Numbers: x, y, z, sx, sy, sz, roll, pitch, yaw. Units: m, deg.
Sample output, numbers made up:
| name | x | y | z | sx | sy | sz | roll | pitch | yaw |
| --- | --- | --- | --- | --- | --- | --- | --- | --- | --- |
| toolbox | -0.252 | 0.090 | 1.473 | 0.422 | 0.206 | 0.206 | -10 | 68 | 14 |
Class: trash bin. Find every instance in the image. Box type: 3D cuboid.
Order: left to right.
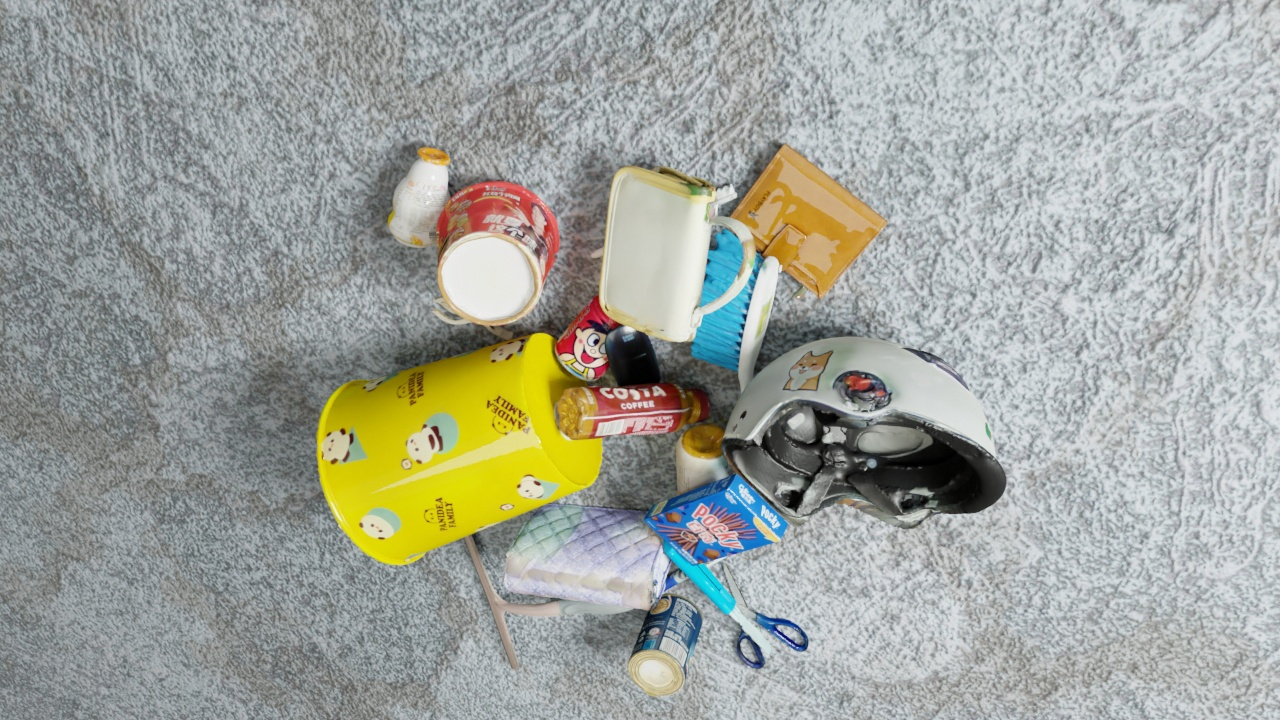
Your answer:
| name | x | y | z | sx | sy | sz | roll | pitch | yaw |
| --- | --- | --- | --- | --- | --- | --- | --- | --- | --- |
| trash bin | -0.197 | 0.094 | 1.066 | 0.256 | 0.229 | 0.230 | -19 | 108 | 18 |

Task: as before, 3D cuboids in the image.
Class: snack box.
| name | x | y | z | sx | sy | sz | roll | pitch | yaw |
| --- | --- | --- | --- | --- | --- | --- | --- | --- | --- |
| snack box | 0.080 | 0.180 | 1.022 | 0.084 | 0.026 | 0.158 | 45 | 140 | -12 |

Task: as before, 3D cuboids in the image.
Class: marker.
| name | x | y | z | sx | sy | sz | roll | pitch | yaw |
| --- | --- | --- | --- | --- | --- | --- | --- | --- | --- |
| marker | 0.075 | 0.262 | 1.171 | 0.146 | 0.016 | 0.017 | -36 | 101 | 28 |

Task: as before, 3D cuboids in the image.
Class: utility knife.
| name | x | y | z | sx | sy | sz | roll | pitch | yaw |
| --- | --- | --- | --- | --- | --- | --- | --- | --- | --- |
| utility knife | 0.100 | 0.293 | 1.137 | 0.018 | 0.034 | 0.238 | -25 | 118 | 29 |

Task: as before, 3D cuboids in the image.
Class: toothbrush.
| name | x | y | z | sx | sy | sz | roll | pitch | yaw |
| --- | --- | --- | --- | --- | --- | --- | --- | --- | --- |
| toothbrush | 0.021 | -0.148 | 0.988 | 0.180 | 0.016 | 0.016 | -21 | 100 | 24 |

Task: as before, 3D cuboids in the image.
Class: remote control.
| name | x | y | z | sx | sy | sz | roll | pitch | yaw |
| --- | --- | --- | --- | --- | --- | --- | --- | --- | --- |
| remote control | -0.006 | 0.006 | 1.025 | 0.053 | 0.024 | 0.136 | -24 | 145 | -3 |

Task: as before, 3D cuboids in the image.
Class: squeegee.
| name | x | y | z | sx | sy | sz | roll | pitch | yaw |
| --- | --- | --- | --- | --- | --- | --- | --- | --- | --- |
| squeegee | -0.113 | 0.328 | 1.233 | 0.250 | 0.040 | 0.248 | -7 | 110 | 24 |

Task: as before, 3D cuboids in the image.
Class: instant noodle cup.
| name | x | y | z | sx | sy | sz | roll | pitch | yaw |
| --- | --- | --- | --- | --- | --- | --- | --- | --- | --- |
| instant noodle cup | -0.156 | -0.111 | 0.986 | 0.138 | 0.108 | 0.138 | -1 | 122 | -3 |

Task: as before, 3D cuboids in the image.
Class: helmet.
| name | x | y | z | sx | sy | sz | roll | pitch | yaw |
| --- | --- | --- | --- | --- | --- | --- | --- | --- | --- |
| helmet | 0.224 | 0.060 | 0.936 | 0.275 | 0.156 | 0.230 | -8 | 142 | 29 |

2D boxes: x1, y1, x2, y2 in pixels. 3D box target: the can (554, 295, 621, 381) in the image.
| name | x | y | z | sx | sy | sz | roll | pitch | yaw |
| --- | --- | --- | --- | --- | --- | --- | --- | --- | --- |
| can | -0.045 | -0.030 | 1.036 | 0.066 | 0.066 | 0.094 | 40 | 119 | -4 |

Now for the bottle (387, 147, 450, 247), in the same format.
| name | x | y | z | sx | sy | sz | roll | pitch | yaw |
| --- | --- | --- | --- | --- | --- | --- | --- | --- | --- |
| bottle | -0.243 | -0.182 | 1.025 | 0.063 | 0.063 | 0.109 | 26 | 121 | 4 |

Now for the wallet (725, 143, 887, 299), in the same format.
| name | x | y | z | sx | sy | sz | roll | pitch | yaw |
| --- | --- | --- | --- | --- | --- | --- | --- | --- | --- |
| wallet | 0.164 | -0.137 | 0.942 | 0.130 | 0.035 | 0.119 | 37 | 117 | 1 |

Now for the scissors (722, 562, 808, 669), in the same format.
| name | x | y | z | sx | sy | sz | roll | pitch | yaw |
| --- | --- | --- | --- | --- | --- | --- | --- | --- | --- |
| scissors | 0.146 | 0.334 | 1.188 | 0.164 | 0.012 | 0.162 | 7 | 117 | 15 |

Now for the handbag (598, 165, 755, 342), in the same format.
| name | x | y | z | sx | sy | sz | roll | pitch | yaw |
| --- | --- | --- | --- | --- | --- | --- | --- | --- | --- |
| handbag | 0.044 | -0.101 | 0.919 | 0.179 | 0.063 | 0.163 | 27 | 119 | 39 |

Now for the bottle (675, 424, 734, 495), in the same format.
| name | x | y | z | sx | sy | sz | roll | pitch | yaw |
| --- | --- | --- | --- | --- | --- | --- | --- | --- | --- |
| bottle | 0.077 | 0.160 | 1.082 | 0.068 | 0.067 | 0.190 | 8 | 131 | 13 |

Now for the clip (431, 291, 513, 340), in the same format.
| name | x | y | z | sx | sy | sz | roll | pitch | yaw |
| --- | --- | --- | --- | --- | --- | --- | --- | --- | --- |
| clip | -0.196 | -0.059 | 1.091 | 0.100 | 0.034 | 0.071 | 13 | 118 | 2 |

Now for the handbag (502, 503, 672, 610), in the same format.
| name | x | y | z | sx | sy | sz | roll | pitch | yaw |
| --- | --- | --- | --- | --- | --- | --- | --- | --- | --- |
| handbag | -0.058 | 0.244 | 1.137 | 0.194 | 0.133 | 0.076 | 3 | 115 | 17 |

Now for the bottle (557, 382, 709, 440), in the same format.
| name | x | y | z | sx | sy | sz | roll | pitch | yaw |
| --- | --- | --- | --- | --- | --- | --- | --- | --- | --- |
| bottle | -0.003 | 0.055 | 1.017 | 0.058 | 0.174 | 0.057 | 4 | 94 | 57 |

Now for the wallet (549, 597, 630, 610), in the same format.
| name | x | y | z | sx | sy | sz | roll | pitch | yaw |
| --- | --- | --- | --- | --- | --- | --- | --- | --- | --- |
| wallet | -0.076 | 0.293 | 1.235 | 0.121 | 0.019 | 0.097 | -6 | 111 | 21 |

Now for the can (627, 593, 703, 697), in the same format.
| name | x | y | z | sx | sy | sz | roll | pitch | yaw |
| --- | --- | --- | --- | --- | --- | --- | --- | --- | --- |
| can | 0.033 | 0.366 | 1.181 | 0.075 | 0.110 | 0.075 | 7 | 117 | 14 |

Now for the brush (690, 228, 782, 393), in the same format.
| name | x | y | z | sx | sy | sz | roll | pitch | yaw |
| --- | --- | --- | --- | --- | --- | --- | --- | --- | --- |
| brush | 0.105 | 0.011 | 1.016 | 0.109 | 0.060 | 0.315 | 23 | 130 | 18 |
